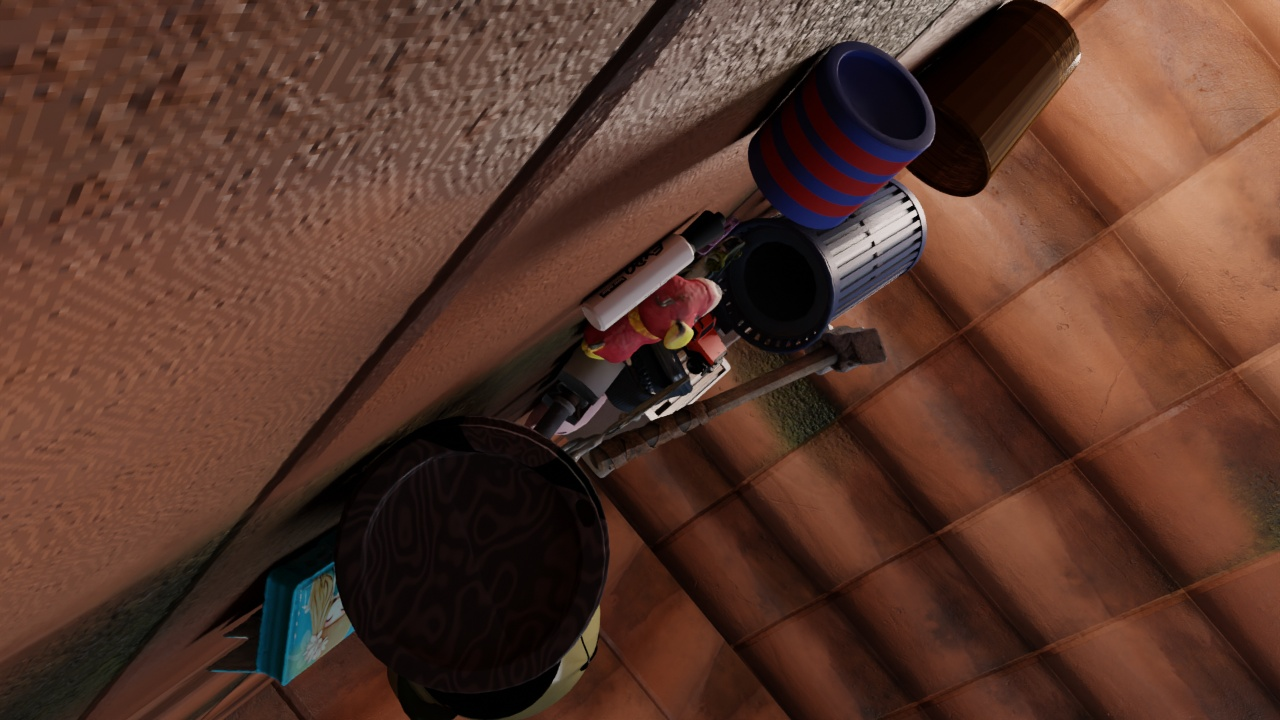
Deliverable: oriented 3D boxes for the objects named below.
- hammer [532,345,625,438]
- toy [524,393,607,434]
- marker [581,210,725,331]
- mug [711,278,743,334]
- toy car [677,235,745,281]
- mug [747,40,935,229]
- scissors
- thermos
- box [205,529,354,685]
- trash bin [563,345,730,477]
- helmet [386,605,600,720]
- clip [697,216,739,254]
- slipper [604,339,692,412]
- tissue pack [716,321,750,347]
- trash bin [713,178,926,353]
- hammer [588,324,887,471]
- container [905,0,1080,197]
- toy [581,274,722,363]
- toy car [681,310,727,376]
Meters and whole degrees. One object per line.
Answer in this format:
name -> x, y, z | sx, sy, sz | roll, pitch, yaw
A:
hammer -> -0.133, 0.123, 0.835 | 0.321, 0.043, 0.156 | -53, -178, -21
toy -> -0.090, 0.058, 1.035 | 0.096, 0.053, 0.098 | -27, -178, 34
marker -> 0.013, -0.067, 0.658 | 0.125, 0.025, 0.025 | -39, 177, -16
mug -> 0.088, -0.070, 1.049 | 0.105, 0.077, 0.071 | -41, 177, 19
toy car -> 0.060, -0.086, 0.908 | 0.106, 0.033, 0.047 | -47, 171, 37
mug -> 0.118, -0.141, 0.532 | 0.076, 0.075, 0.111 | -43, -158, 52
scissors -> -0.025, 0.063, 0.826 | 0.172, 0.014, 0.090 | -29, -167, 17
thermos -> -0.116, 0.124, 0.664 | 0.172, 0.172, 0.226 | -39, -177, -8
box -> -0.254, 0.193, 0.784 | 0.173, 0.083, 0.226 | -42, 177, 24
trash bin -> 0.001, 0.034, 1.184 | 0.115, 0.114, 0.228 | -42, 177, 33
helmet -> -0.166, 0.268, 1.012 | 0.250, 0.255, 0.232 | -39, 174, 8
clip -> 0.071, -0.115, 0.823 | 0.037, 0.013, 0.053 | -41, 179, 35
slipper -> -0.006, 0.006, 0.968 | 0.082, 0.101, 0.264 | -23, 176, -4
tissue pack -> 0.150, -0.098, 1.211 | 0.182, 0.104, 0.071 | -43, 178, 35
trash bin -> 0.204, -0.116, 0.994 | 0.248, 0.139, 0.140 | -30, 171, -44
hammer -> 0.096, 0.037, 0.929 | 0.318, 0.049, 0.121 | -23, -173, -15
container -> 0.352, -0.273, 0.937 | 0.167, 0.132, 0.132 | -45, 178, -8
toy -> -0.003, -0.033, 0.743 | 0.105, 0.067, 0.138 | -35, -172, -31
toy car -> 0.059, -0.035, 1.014 | 0.049, 0.100, 0.051 | -34, -175, 44
